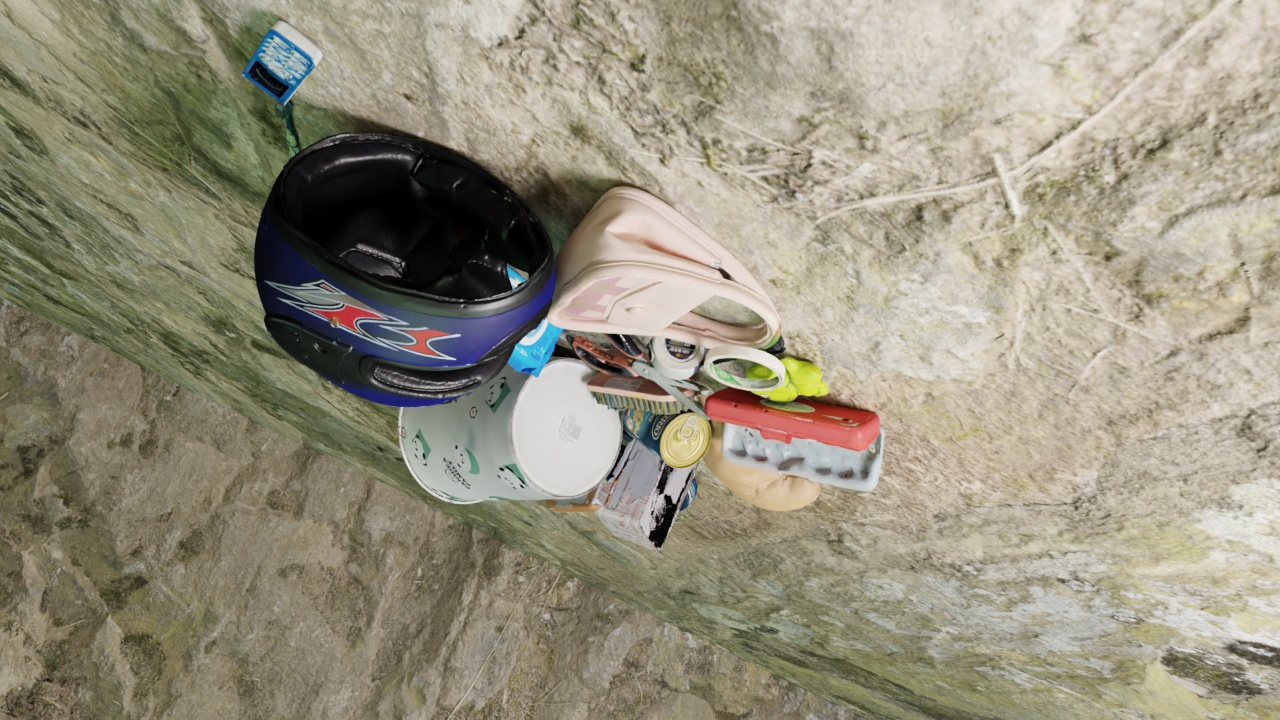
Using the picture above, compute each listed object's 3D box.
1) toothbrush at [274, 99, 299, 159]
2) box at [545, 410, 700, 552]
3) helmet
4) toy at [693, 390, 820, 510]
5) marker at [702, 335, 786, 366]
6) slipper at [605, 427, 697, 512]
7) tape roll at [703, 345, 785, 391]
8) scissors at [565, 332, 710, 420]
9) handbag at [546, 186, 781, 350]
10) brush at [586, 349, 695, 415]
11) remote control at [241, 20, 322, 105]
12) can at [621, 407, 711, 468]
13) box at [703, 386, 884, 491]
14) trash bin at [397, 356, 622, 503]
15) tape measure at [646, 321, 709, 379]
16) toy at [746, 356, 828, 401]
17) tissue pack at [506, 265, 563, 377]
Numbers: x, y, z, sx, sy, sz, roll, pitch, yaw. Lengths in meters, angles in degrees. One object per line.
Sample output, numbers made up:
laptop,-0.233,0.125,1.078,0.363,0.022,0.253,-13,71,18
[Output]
toothbrush,-0.394,-0.242,1.033,0.016,0.018,0.192,27,158,-6
box,-0.037,0.153,1.323,0.185,0.182,0.154,14,156,26
helmet,-0.232,-0.068,0.929,0.315,0.246,0.241,30,143,17
toy,0.135,0.125,1.226,0.226,0.082,0.144,38,149,-18
marker,0.110,-0.010,1.015,0.022,0.020,0.132,41,153,-22
slipper,-0.008,0.181,1.476,0.253,0.095,0.105,42,156,-28
tape roll,0.110,0.009,0.973,0.086,0.013,0.086,12,157,5
scissors,-0.011,-0.001,1.095,0.225,0.015,0.189,51,151,-11
handbag,0.033,-0.065,0.916,0.234,0.093,0.194,21,160,-19
brush,0.005,0.026,1.161,0.146,0.063,0.073,8,122,35
remote control,-0.342,-0.283,0.876,0.049,0.024,0.125,37,154,-27
can,0.032,0.086,1.199,0.075,0.075,0.111,40,175,-33
box,0.176,0.097,1.073,0.202,0.101,0.095,10,-163,32
trash bin,-0.174,0.092,1.271,0.252,0.229,0.229,-4,144,49
tape measure,0.042,-0.014,1.017,0.066,0.065,0.034,24,160,3
toy,0.159,0.021,1.018,0.100,0.031,0.097,7,152,29
tissue pack,-0.162,-0.057,1.101,0.157,0.094,0.052,38,154,-24
